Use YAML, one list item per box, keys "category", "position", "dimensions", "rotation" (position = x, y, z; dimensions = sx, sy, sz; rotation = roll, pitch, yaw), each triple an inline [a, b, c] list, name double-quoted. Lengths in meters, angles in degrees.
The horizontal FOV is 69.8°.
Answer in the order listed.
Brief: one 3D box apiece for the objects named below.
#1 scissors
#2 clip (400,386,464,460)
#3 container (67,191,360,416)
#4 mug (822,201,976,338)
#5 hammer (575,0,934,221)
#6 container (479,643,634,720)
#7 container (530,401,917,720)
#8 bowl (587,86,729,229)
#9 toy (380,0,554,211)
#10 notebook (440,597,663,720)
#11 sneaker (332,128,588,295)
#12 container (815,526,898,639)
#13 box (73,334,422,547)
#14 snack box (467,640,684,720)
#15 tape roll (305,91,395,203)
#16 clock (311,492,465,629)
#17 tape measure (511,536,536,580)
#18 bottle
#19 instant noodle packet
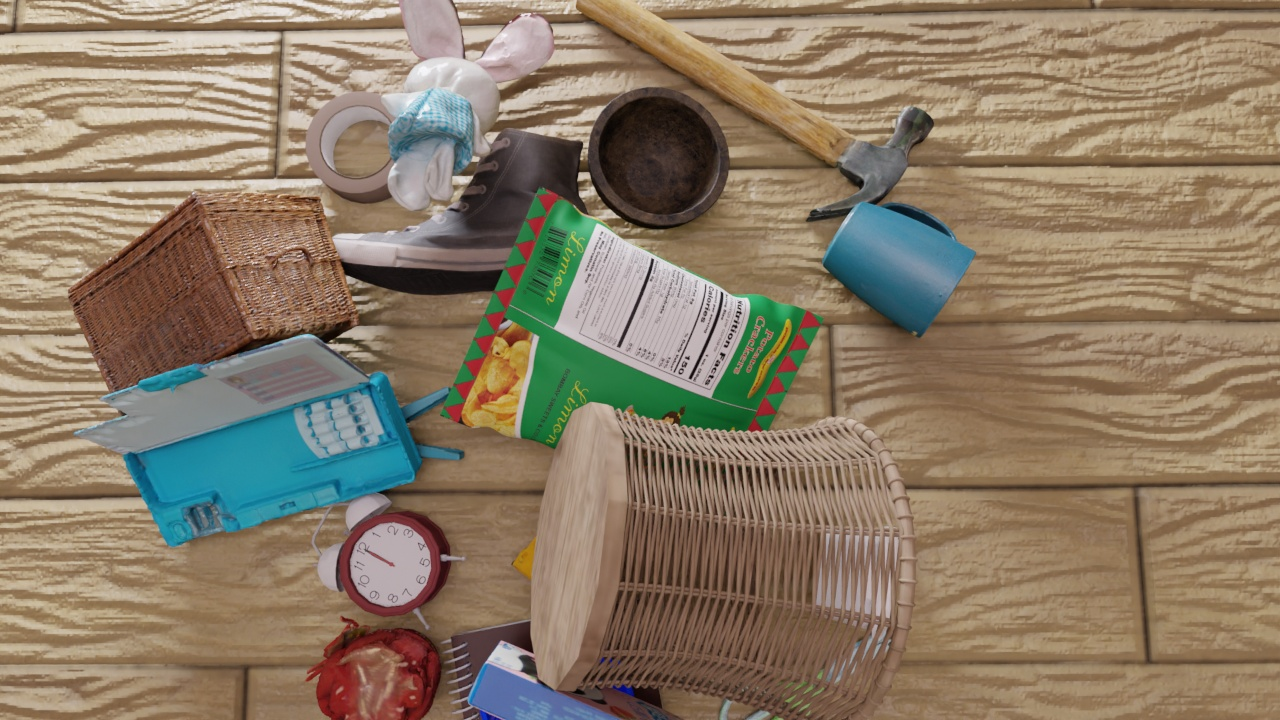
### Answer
- category: "scissors"
  position: [0.149, 0.270, 0.757]
  dimensions: [0.175, 0.033, 0.072]
  rotation: [-32, 79, 1]
- category: "clip"
  position: [-0.219, 0.050, 0.789]
  dimensions: [0.127, 0.028, 0.113]
  rotation: [-20, 80, -1]
- category: "container"
  position: [-0.334, -0.043, 0.724]
  dimensions: [0.199, 0.113, 0.112]
  rotation: [-24, 86, 30]
- category: "mug"
  position: [0.219, -0.090, 0.776]
  dimensions: [0.104, 0.085, 0.111]
  rotation: [32, 56, 11]
- category: "hammer"
  position: [0.085, -0.243, 0.819]
  dimensions: [0.330, 0.033, 0.132]
  rotation: [33, 85, 6]
- category: "container"
  position: [-0.060, 0.276, 0.717]
  dimensions: [0.114, 0.058, 0.096]
  rotation: [-17, 83, -4]
- category: "container"
  position: [0.042, 0.136, 0.637]
  dimensions: [0.196, 0.227, 0.226]
  rotation: [10, 82, -17]
- category: "bowl"
  position: [0.011, -0.167, 0.794]
  dimensions: [0.121, 0.056, 0.121]
  rotation: [2, 81, -12]
- category: "toy"
  position: [-0.148, -0.189, 0.721]
  dimensions: [0.131, 0.106, 0.205]
  rotation: [13, 58, -10]
- category: "notebook"
  position: [-0.063, 0.316, 0.751]
  dimensions: [0.171, 0.022, 0.209]
  rotation: [-11, 82, -2]
- category: "sneaker"
  position: [-0.154, -0.124, 0.778]
  dimensions: [0.235, 0.095, 0.119]
  rotation: [-6, 79, 3]
- category: "container"
  position: [0.170, 0.168, 0.718]
  dimensions: [0.050, 0.129, 0.080]
  rotation: [5, 82, 20]
- category: "box"
  position: [-0.312, 0.055, 0.726]
  dimensions: [0.227, 0.181, 0.073]
  rotation: [-16, 40, 8]
- category: "snack box"
  position: [-0.041, 0.248, 0.646]
  dimensions: [0.154, 0.088, 0.033]
  rotation: [23, 82, 1]
- category: "tape roll"
  position: [-0.247, -0.189, 0.818]
  dimensions: [0.094, 0.030, 0.093]
  rotation: [0, 82, 1]
- category: "clock"
  position: [-0.213, 0.163, 0.763]
  dimensions: [0.124, 0.044, 0.087]
  rotation: [27, 84, 4]
- category: "tape measure"
  position: [-0.063, 0.167, 0.766]
  dimensions: [0.068, 0.030, 0.059]
  rotation: [37, 87, 5]
- category: "bottle"
  position: [-0.208, 0.248, 0.718]
  dimensions: [0.099, 0.111, 0.099]
  rotation: [0, 83, 1]
- category: "instant noodle packet"
  position: [-0.004, 0.004, 0.738]
  dimensions: [0.252, 0.090, 0.196]
  rotation: [23, 99, -13]
